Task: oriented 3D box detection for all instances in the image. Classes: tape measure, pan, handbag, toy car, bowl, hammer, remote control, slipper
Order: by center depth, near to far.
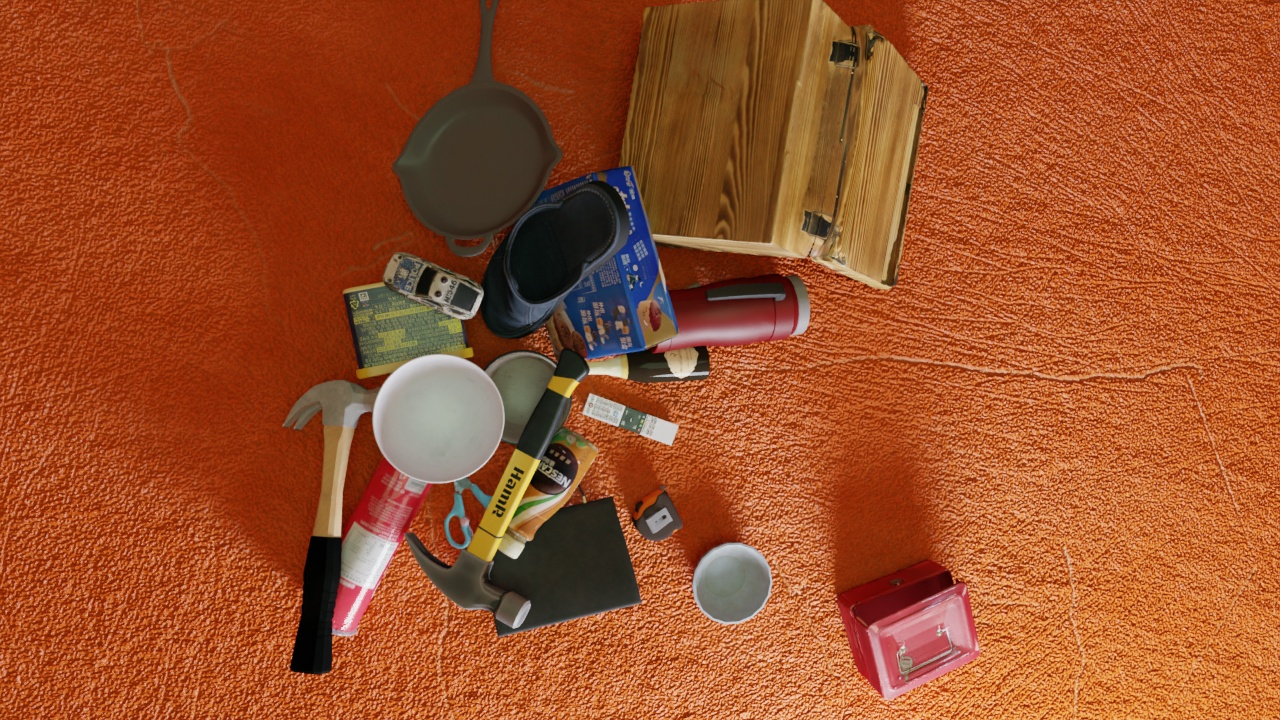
[{"bbox_3d":[-0.125,-0.106,1.029,0.083,0.266,0.109,-21,81,-47],"label":"slipper"},{"bbox_3d":[-0.235,-0.085,1.038,0.113,0.040,0.048,22,83,-8],"label":"toy car"},{"bbox_3d":[-0.358,0.186,1.052,0.131,0.039,0.328,0,79,16],"label":"hammer"},{"bbox_3d":[-0.233,0.065,1.055,0.144,0.074,0.144,0,89,-14],"label":"bowl"},{"bbox_3d":[-0.148,0.135,1.073,0.170,0.034,0.324,26,89,13],"label":"hammer"},{"bbox_3d":[-0.188,-0.293,1.092,0.217,0.024,0.354,0,80,17],"label":"pan"},{"bbox_3d":[-0.142,0.041,1.121,0.115,0.059,0.115,-1,98,-5],"label":"bowl"},{"bbox_3d":[-0.108,0.221,1.142,0.175,0.072,0.195,-12,82,-6],"label":"handbag"},{"bbox_3d":[0.020,0.201,1.174,0.058,0.038,0.058,-28,98,-8],"label":"tape measure"},{"bbox_3d":[-0.013,0.075,1.175,0.124,0.012,0.028,21,89,-11],"label":"remote control"},{"bbox_3d":[0.115,0.286,1.196,0.106,0.039,0.106,-1,93,-11],"label":"bowl"}]

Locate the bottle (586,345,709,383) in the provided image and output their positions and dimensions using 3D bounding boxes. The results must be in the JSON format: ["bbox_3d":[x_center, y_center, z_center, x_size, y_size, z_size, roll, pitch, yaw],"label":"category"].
[{"bbox_3d":[-0.007,0.007,1.155,0.184,0.045,0.045,-3,94,-11],"label":"bottle"}]

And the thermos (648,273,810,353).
[{"bbox_3d":[0.108,-0.064,1.137,0.198,0.108,0.084,-8,68,-14],"label":"thermos"}]

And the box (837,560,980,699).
[{"bbox_3d":[0.358,0.355,1.227,0.157,0.098,0.130,-18,101,-13],"label":"box"}]

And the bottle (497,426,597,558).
[{"bbox_3d":[-0.118,0.161,1.111,0.059,0.059,0.167,35,81,-11],"label":"bottle"}]

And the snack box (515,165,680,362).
[{"bbox_3d":[-0.055,-0.108,1.078,0.069,0.155,0.203,-23,100,-44],"label":"snack box"}]

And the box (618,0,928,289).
[{"bbox_3d":[0.186,-0.254,1.143,0.335,0.287,0.279,11,90,-53],"label":"box"}]

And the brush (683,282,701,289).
[{"bbox_3d":[0.013,-0.062,1.172,0.151,0.012,0.039,-25,97,-9],"label":"brush"}]

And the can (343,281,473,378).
[{"bbox_3d":[-0.275,-0.043,1.088,0.135,0.075,0.104,-12,93,-10],"label":"can"}]

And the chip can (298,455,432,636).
[{"bbox_3d":[-0.318,0.206,1.094,0.073,0.073,0.233,28,87,-11],"label":"chip can"}]

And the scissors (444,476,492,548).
[{"bbox_3d":[-0.204,0.155,1.126,0.095,0.015,0.142,-10,82,-5],"label":"scissors"}]
